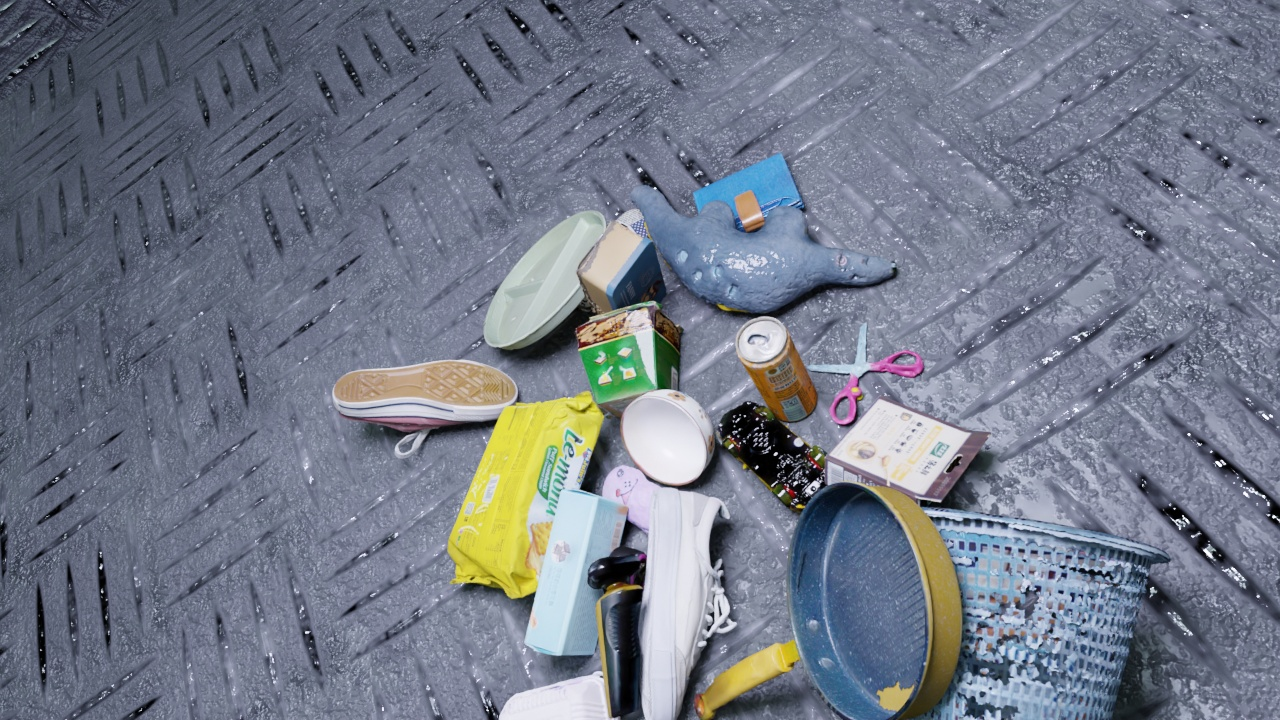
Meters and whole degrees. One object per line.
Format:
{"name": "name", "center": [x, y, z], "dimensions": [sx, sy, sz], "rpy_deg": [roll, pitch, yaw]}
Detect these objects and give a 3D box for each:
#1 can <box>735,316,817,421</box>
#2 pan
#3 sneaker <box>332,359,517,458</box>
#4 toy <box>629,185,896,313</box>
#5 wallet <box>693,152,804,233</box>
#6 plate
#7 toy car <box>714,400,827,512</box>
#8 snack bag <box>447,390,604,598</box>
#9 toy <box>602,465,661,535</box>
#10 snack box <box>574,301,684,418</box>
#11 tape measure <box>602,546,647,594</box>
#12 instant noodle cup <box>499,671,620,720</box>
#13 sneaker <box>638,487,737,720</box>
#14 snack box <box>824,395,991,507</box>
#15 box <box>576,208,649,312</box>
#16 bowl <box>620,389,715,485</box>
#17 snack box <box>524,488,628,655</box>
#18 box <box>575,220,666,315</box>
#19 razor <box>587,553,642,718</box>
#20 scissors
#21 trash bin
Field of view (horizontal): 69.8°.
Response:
{"name": "can", "center": [0.150, 0.012, 1.002], "dimensions": [0.058, 0.146, 0.058], "rpy_deg": [-11, 58, 18]}
{"name": "pan", "center": [0.147, 0.248, 0.818], "dimensions": [0.078, 0.359, 0.197], "rpy_deg": [3, 51, -22]}
{"name": "sneaker", "center": [-0.282, 0.060, 1.221], "dimensions": [0.241, 0.088, 0.118], "rpy_deg": [-2, 47, -2]}
{"name": "toy", "center": [0.127, -0.127, 1.124], "dimensions": [0.357, 0.091, 0.137], "rpy_deg": [17, 69, 21]}
{"name": "wallet", "center": [0.139, -0.210, 1.205], "dimensions": [0.133, 0.040, 0.106], "rpy_deg": [-23, 51, 14]}
{"name": "plate", "center": [-0.123, -0.105, 1.226], "dimensions": [0.231, 0.027, 0.229], "rpy_deg": [-34, 33, 26]}
{"name": "toy car", "center": [0.150, 0.104, 1.014], "dimensions": [0.071, 0.041, 0.156], "rpy_deg": [-45, 52, -4]}
{"name": "snack bag", "center": [-0.142, 0.152, 1.079], "dimensions": [0.158, 0.068, 0.246], "rpy_deg": [-7, 58, 51]}
{"name": "toy", "center": [-0.002, 0.165, 1.055], "dimensions": [0.108, 0.039, 0.084], "rpy_deg": [29, 99, 33]}
{"name": "snack box", "center": [-0.007, 0.006, 1.113], "dimensions": [0.118, 0.118, 0.105], "rpy_deg": [-15, 69, 17]}
{"name": "tape measure", "center": [-0.014, 0.235, 1.008], "dimensions": [0.039, 0.057, 0.057], "rpy_deg": [7, 74, 24]}
{"name": "instant noodle cup", "center": [-0.088, 0.414, 0.940], "dimensions": [0.138, 0.060, 0.173], "rpy_deg": [-20, 54, 14]}
{"name": "sneaker", "center": [0.050, 0.257, 0.957], "dimensions": [0.090, 0.090, 0.242], "rpy_deg": [7, 75, -8]}
{"name": "snack box", "center": [0.269, 0.100, 0.928], "dimensions": [0.126, 0.053, 0.113], "rpy_deg": [24, 50, 34]}
{"name": "box", "center": [-0.034, -0.133, 1.246], "dimensions": [0.072, 0.060, 0.164], "rpy_deg": [37, 83, 16]}
{"name": "bowl", "center": [0.039, 0.080, 1.055], "dimensions": [0.114, 0.113, 0.062], "rpy_deg": [10, 29, 30]}
{"name": "snack box", "center": [-0.069, 0.232, 1.005], "dimensions": [0.052, 0.074, 0.174], "rpy_deg": [7, 78, 29]}
{"name": "box", "center": [-0.022, -0.098, 1.124], "dimensions": [0.062, 0.184, 0.089], "rpy_deg": [33, 81, 15]}
{"name": "razor", "center": [-0.025, 0.285, 0.950], "dimensions": [0.068, 0.062, 0.167], "rpy_deg": [-9, 83, 50]}
{"name": "scissors", "center": [0.251, 0.013, 1.036], "dimensions": [0.134, 0.017, 0.133], "rpy_deg": [-2, 58, 29]}
{"name": "trash bin", "center": [0.308, 0.240, 0.772], "dimensions": [0.227, 0.226, 0.195], "rpy_deg": [5, 77, 28]}
